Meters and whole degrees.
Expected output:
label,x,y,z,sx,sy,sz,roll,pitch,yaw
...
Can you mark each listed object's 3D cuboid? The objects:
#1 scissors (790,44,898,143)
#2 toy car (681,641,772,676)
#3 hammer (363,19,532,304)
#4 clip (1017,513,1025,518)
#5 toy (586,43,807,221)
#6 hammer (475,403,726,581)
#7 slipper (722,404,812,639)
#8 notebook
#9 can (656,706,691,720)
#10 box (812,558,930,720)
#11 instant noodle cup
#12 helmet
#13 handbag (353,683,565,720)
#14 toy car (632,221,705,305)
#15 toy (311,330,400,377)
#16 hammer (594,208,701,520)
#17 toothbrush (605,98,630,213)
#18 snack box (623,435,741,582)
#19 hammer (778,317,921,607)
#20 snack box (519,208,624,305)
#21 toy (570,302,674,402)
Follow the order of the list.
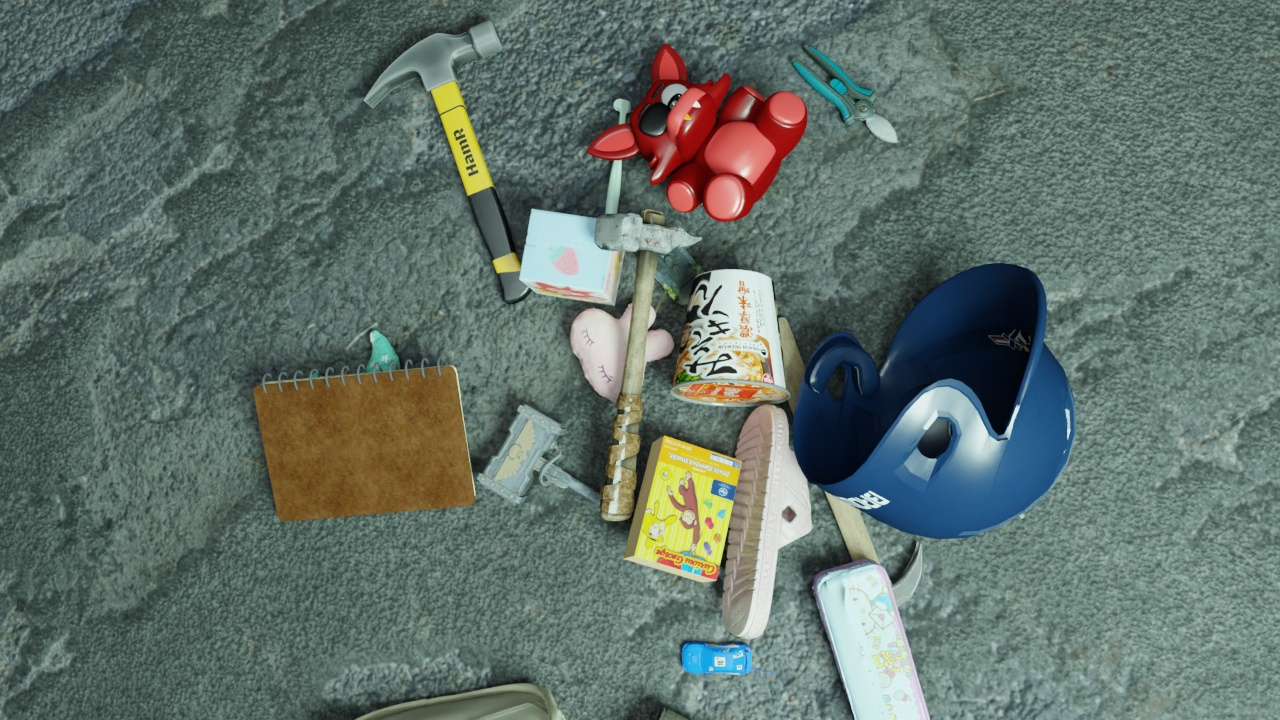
label,x,y,z,sx,sy,sz,roll,pitch,yaw
scissors,0.231,-0.297,1.012,0.136,0.019,0.138,6,84,7
toy car,0.087,0.312,0.945,0.092,0.062,0.033,-1,84,6
hammer,-0.195,-0.216,1.043,0.170,0.034,0.324,-21,84,5
clip,0.374,0.131,0.955,0.076,0.023,0.044,40,91,10
toy,0.062,-0.241,0.979,0.197,0.120,0.158,33,87,16
hammer,-0.013,0.167,0.983,0.322,0.044,0.098,30,88,5
slipper,0.135,0.163,0.936,0.064,0.094,0.239,13,76,-15
notebook,-0.300,0.086,1.005,0.225,0.024,0.167,-6,101,5
can,0.037,0.408,0.927,0.074,0.090,0.090,24,87,8
box,0.237,0.308,0.926,0.076,0.033,0.214,-17,94,3
instant noodle cup,0.095,-0.023,0.955,0.124,0.124,0.121,2,76,6
helmet,0.299,0.038,0.868,0.223,0.232,0.272,19,98,-16
handbag,-0.182,0.412,0.913,0.229,0.184,0.132,-13,86,-12
toy car,0.029,-0.109,1.007,0.048,0.033,0.105,-40,95,-5
toy,-0.315,0.025,1.030,0.105,0.033,0.085,-33,77,2
hammer,-0.006,0.005,0.941,0.049,0.121,0.319,9,93,45
toothbrush,-0.027,-0.217,1.032,0.022,0.015,0.154,8,85,-25
snack box,0.044,0.153,0.944,0.088,0.040,0.125,19,70,-12
hammer,0.198,0.111,0.977,0.119,0.031,0.331,-21,80,3
snack box,-0.071,-0.108,0.986,0.093,0.095,0.079,9,85,6
toy,-0.019,-0.016,0.996,0.105,0.053,0.108,-31,82,-13
